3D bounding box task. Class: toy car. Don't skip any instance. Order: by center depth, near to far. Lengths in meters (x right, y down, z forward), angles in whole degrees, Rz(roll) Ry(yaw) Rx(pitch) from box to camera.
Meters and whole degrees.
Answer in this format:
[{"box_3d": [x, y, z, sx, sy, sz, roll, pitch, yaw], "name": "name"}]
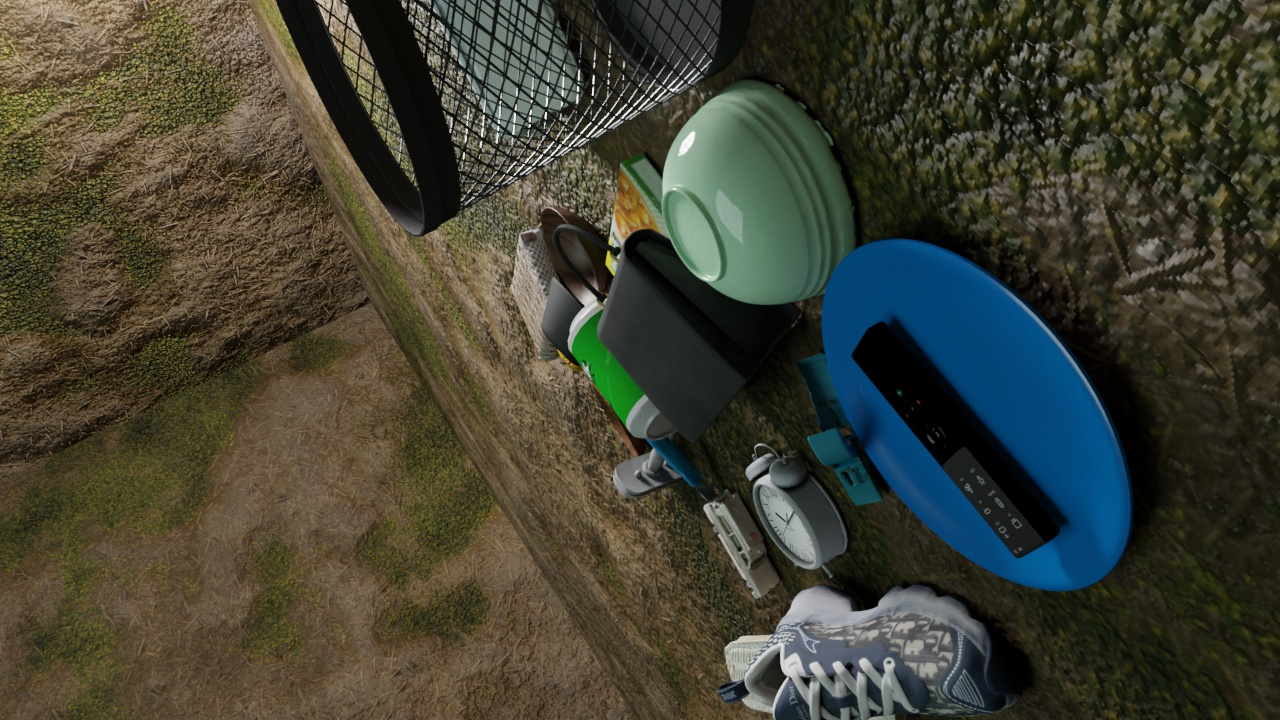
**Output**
[{"box_3d": [0.111, 0.192, 0.966, 0.039, 0.039, 0.113, -34, 85, 51], "name": "toy car"}]

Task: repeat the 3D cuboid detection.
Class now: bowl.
[{"box_3d": [0.064, -0.097, 0.597, 0.151, 0.077, 0.151, 52, 161, 26], "name": "bowl"}, {"box_3d": [-0.062, -0.114, 0.979, 0.119, 0.032, 0.119, 52, 160, 27], "name": "bowl"}, {"box_3d": [-0.075, -0.031, 1.036, 0.124, 0.052, 0.124, 46, 179, 1], "name": "bowl"}, {"box_3d": [-0.020, 0.073, 1.148, 0.114, 0.026, 0.102, 54, 171, 29], "name": "bowl"}]

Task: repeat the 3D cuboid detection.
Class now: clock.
[{"box_3d": [0.134, 0.127, 0.806, 0.122, 0.035, 0.095, 62, 162, -7], "name": "clock"}]

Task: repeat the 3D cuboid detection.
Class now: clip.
[{"box_3d": [0.138, 0.044, 0.659, 0.122, 0.033, 0.120, 33, -143, -62], "name": "clip"}]

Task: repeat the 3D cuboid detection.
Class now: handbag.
[{"box_3d": [0.006, -0.041, 0.742, 0.196, 0.072, 0.176, 38, 159, 5], "name": "handbag"}, {"box_3d": [-0.125, -0.080, 1.183, 0.124, 0.047, 0.186, 66, 163, 11], "name": "handbag"}]

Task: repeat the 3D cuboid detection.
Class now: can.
[{"box_3d": [-0.005, 0.005, 0.916, 0.140, 0.087, 0.088, 52, 160, 26], "name": "can"}]

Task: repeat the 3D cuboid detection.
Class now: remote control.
[{"box_3d": [0.175, 0.044, 0.522, 0.150, 0.013, 0.034, 54, 161, 20], "name": "remote control"}]

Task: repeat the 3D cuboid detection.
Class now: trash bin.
[{"box_3d": [-0.080, -0.222, 0.553, 0.217, 0.227, 0.218, 52, 160, 27], "name": "trash bin"}]

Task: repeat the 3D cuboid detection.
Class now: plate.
[{"box_3d": [0.188, 0.029, 0.530, 0.224, 0.024, 0.225, 52, 160, 27], "name": "plate"}]

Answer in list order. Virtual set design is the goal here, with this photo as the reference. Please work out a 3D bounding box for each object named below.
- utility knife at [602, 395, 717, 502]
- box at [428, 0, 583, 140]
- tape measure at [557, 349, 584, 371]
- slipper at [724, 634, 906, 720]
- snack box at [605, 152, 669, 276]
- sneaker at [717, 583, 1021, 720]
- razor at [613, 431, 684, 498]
[{"box_3d": [0.036, 0.105, 0.976, 0.220, 0.031, 0.015, 47, 131, -12], "name": "utility knife"}, {"box_3d": [-0.117, -0.311, 0.827, 0.129, 0.104, 0.210, -17, 101, 30], "name": "box"}, {"box_3d": [-0.073, -0.016, 1.104, 0.030, 0.068, 0.059, -42, 68, 35], "name": "tape measure"}, {"box_3d": [0.178, 0.327, 0.941, 0.264, 0.052, 0.115, -24, 84, 59], "name": "slipper"}, {"box_3d": [0.019, -0.084, 0.815, 0.132, 0.027, 0.168, 55, 161, 17], "name": "snack box"}, {"box_3d": [0.167, 0.251, 0.723, 0.103, 0.132, 0.270, 64, 153, -2], "name": "sneaker"}, {"box_3d": [0.024, 0.094, 1.019, 0.047, 0.088, 0.116, 50, 140, 31], "name": "razor"}]
